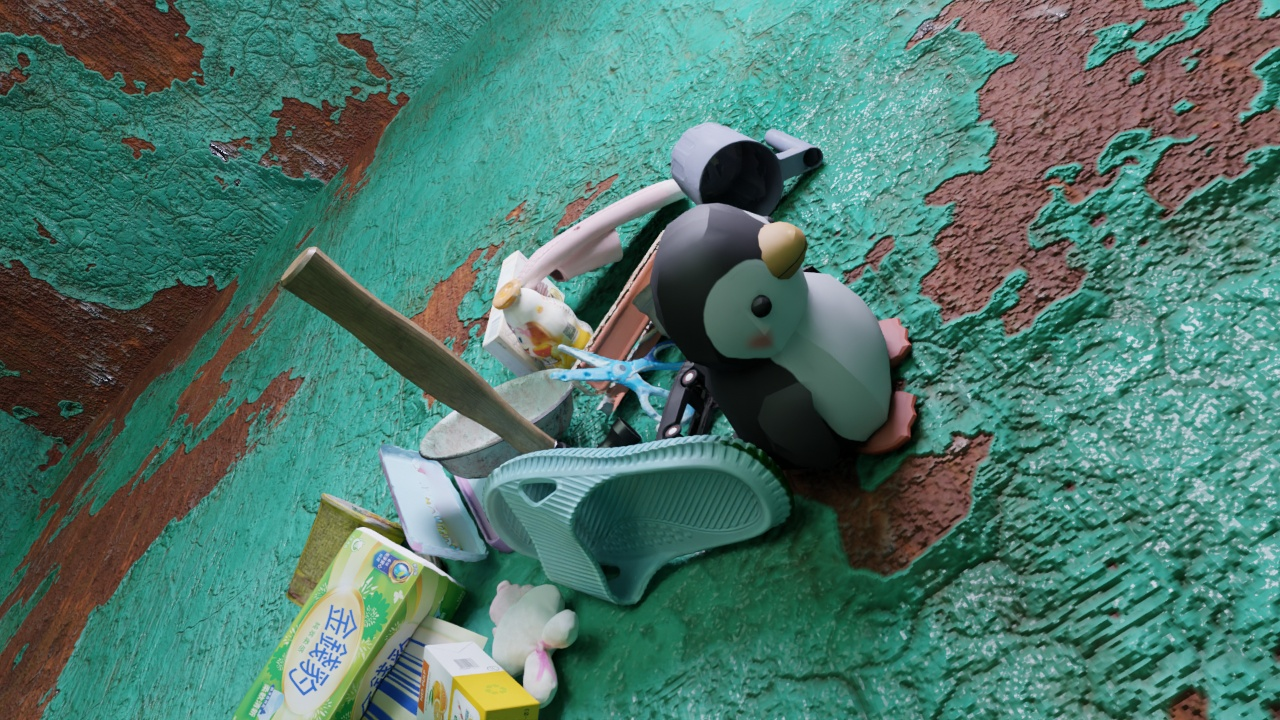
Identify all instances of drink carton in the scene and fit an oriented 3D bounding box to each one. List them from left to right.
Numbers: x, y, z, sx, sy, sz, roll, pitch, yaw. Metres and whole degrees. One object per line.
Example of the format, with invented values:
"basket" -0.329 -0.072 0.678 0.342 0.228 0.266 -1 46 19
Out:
"drink carton" -0.121 0.252 0.661 0.123 0.040 0.058 11 95 57

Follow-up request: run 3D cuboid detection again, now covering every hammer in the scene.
"hammer" -0.144 0.025 0.712 0.132 0.305 0.040 -47 30 3

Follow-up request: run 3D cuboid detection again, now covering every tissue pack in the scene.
"tissue pack" -0.209 0.257 0.743 0.141 0.120 0.197 23 77 21

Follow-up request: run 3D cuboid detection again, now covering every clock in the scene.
"clock" 0.058 -0.066 0.790 0.140 0.054 0.093 -34 -5 -30

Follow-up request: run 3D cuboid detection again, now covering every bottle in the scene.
"bottle" -0.098 -0.035 0.923 0.063 0.109 0.063 -33 33 25

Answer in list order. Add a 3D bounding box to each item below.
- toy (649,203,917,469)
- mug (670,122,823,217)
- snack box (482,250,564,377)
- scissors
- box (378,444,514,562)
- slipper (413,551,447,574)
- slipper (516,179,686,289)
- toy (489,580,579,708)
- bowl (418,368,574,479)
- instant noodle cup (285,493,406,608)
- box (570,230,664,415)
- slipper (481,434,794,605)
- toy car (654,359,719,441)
"toy" 0.072 -0.019 0.600 0.140 0.184 0.158 -26 35 32
"mug" 0.099 -0.189 0.888 0.124 0.084 0.104 -23 28 -5
"snack box" -0.124 -0.045 0.995 0.026 0.082 0.149 -30 35 27
"scissors" -0.007 0.003 0.780 0.141 0.013 0.112 21 50 15
"box" -0.173 0.120 0.886 0.140 0.062 0.214 -18 24 -17
"slipper" -0.283 0.265 0.859 0.239 0.064 0.094 -47 29 0
"slipper" -0.043 -0.129 0.980 0.221 0.055 0.107 -34 11 -14
"toy" -0.083 0.205 0.692 0.125 0.037 0.076 15 76 61
"bowl" -0.124 0.063 0.843 0.157 0.038 0.157 -22 18 7
"instant noodle cup" -0.305 0.204 0.940 0.102 0.102 0.108 9 70 56
"box" -0.001 -0.041 0.841 0.055 0.076 0.186 24 69 24
"slipper" -0.020 0.113 0.647 0.277 0.116 0.069 -15 29 38
"toy car" 0.036 0.044 0.720 0.037 0.040 0.092 -15 46 44
